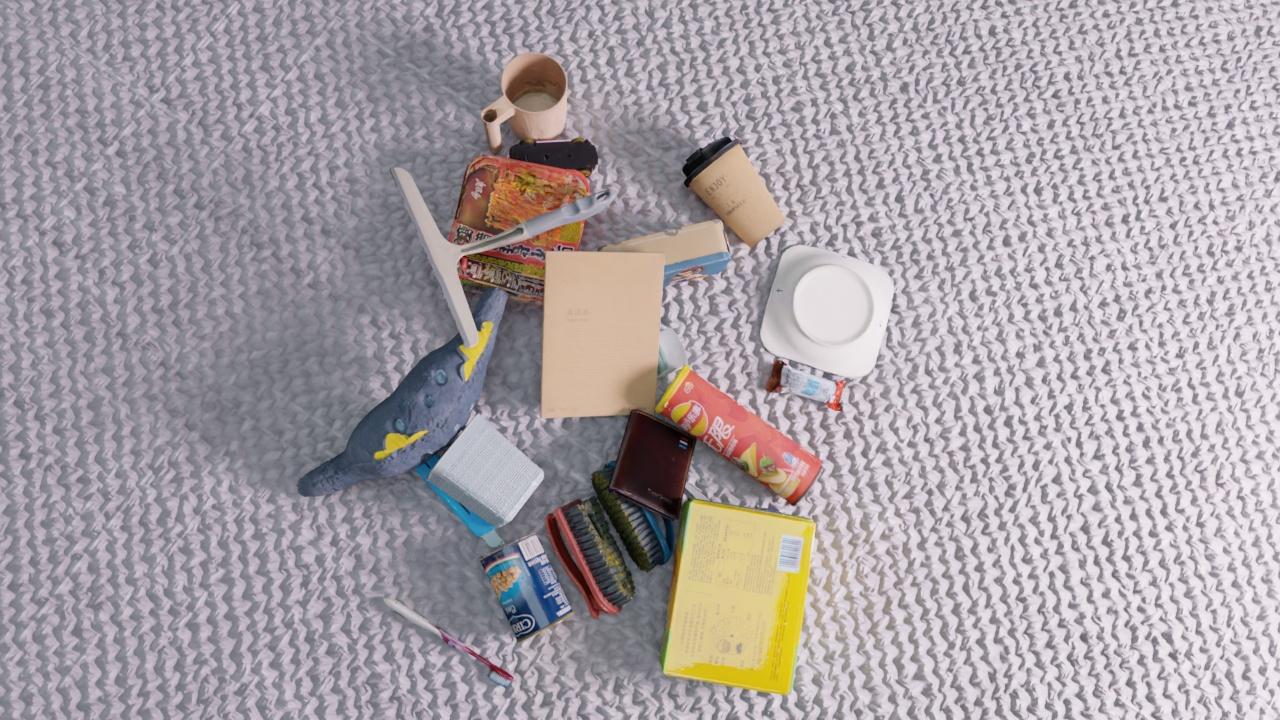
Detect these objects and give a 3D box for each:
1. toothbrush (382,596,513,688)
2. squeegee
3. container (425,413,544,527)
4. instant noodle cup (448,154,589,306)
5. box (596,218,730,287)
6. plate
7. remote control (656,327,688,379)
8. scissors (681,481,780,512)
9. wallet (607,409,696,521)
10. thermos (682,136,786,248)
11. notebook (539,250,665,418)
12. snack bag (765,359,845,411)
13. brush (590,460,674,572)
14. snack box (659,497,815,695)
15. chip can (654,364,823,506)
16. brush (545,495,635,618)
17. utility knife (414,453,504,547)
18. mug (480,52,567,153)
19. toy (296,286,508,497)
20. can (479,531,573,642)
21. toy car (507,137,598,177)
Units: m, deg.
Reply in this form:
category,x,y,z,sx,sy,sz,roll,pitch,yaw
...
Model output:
category,x,y,z,sx,sy,sz,roll,pitch,yaw
toothbrush,-0.236,0.342,1.116,0.187,0.016,0.017,32,89,2
squeegee,-0.145,-0.161,1.123,0.246,0.039,0.246,-22,77,-15
container,-0.186,0.138,1.112,0.111,0.090,0.089,38,67,-5
instant noodle cup,-0.157,-0.162,1.182,0.164,0.079,0.188,12,80,-2
box,0.021,-0.127,1.184,0.184,0.090,0.059,-16,82,-4
plate,0.251,-0.069,1.216,0.163,0.034,0.164,16,80,-1
remote control,-0.007,0.007,1.191,0.135,0.019,0.056,-23,82,-8
scissors,0.116,0.196,1.168,0.146,0.012,0.169,-25,83,-7
wallet,0.016,0.129,1.138,0.096,0.020,0.122,26,52,-12
thermos,0.125,-0.222,1.211,0.093,0.093,0.143,-38,91,-10
notebook,-0.048,-0.030,1.135,0.149,0.012,0.212,-1,107,-17
snack bag,0.219,0.033,1.198,0.105,0.026,0.045,17,88,0
brush,-0.002,0.187,1.142,0.073,0.055,0.144,-26,81,-31
snack box,0.116,0.283,1.113,0.157,0.070,0.210,9,84,0
chip can,0.123,0.095,1.158,0.216,0.073,0.073,36,79,2
brush,-0.062,0.244,1.126,0.069,0.063,0.146,-29,83,22
utility knife,-0.229,0.171,1.147,0.034,0.018,0.166,-41,86,-10
mug,-0.152,-0.327,1.200,0.124,0.104,0.084,-40,84,-10
toy,-0.274,0.062,1.095,0.356,0.091,0.138,-43,41,4
can,-0.138,0.271,1.105,0.075,0.075,0.111,-26,82,-8
toy car,-0.117,-0.267,1.227,0.122,0.037,0.056,-7,82,-17
